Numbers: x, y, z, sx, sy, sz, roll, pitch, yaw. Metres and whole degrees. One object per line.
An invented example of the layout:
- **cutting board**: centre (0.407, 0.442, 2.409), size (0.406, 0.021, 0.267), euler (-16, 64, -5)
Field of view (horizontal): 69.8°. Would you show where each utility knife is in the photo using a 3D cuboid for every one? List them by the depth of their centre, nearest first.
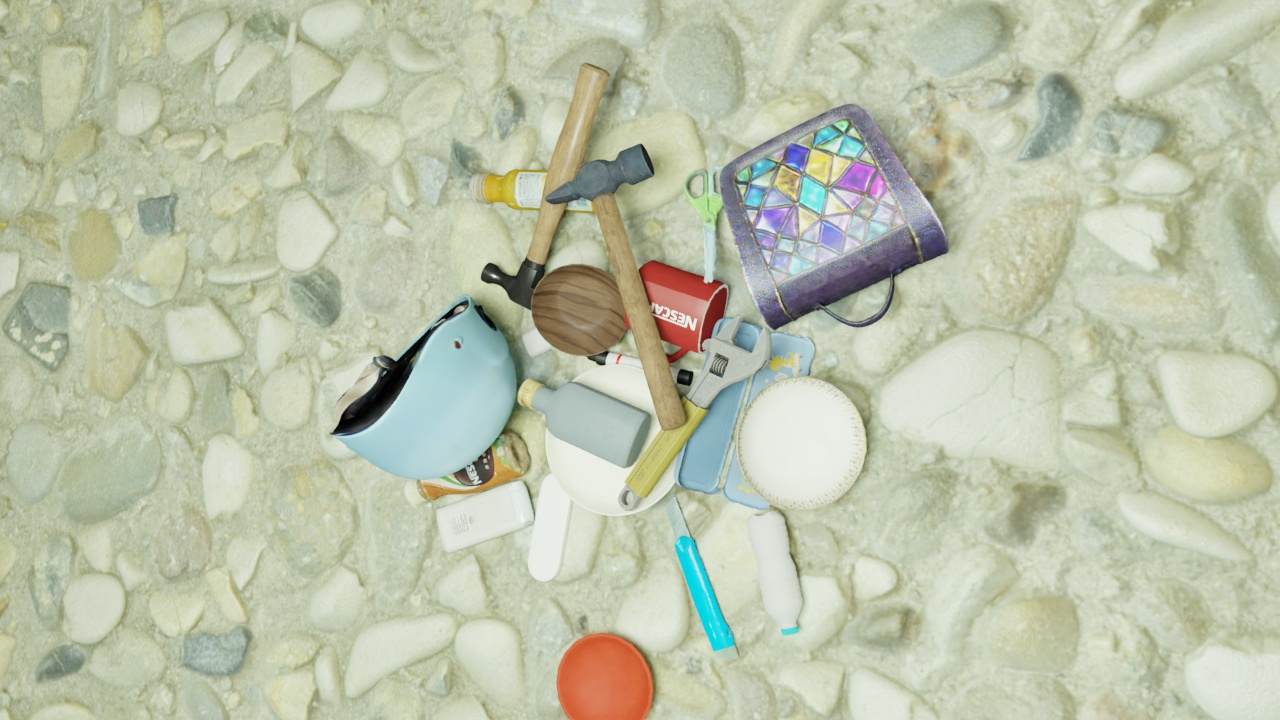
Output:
- **utility knife**: centre (0.069, 0.256, 1.079), size (0.031, 0.015, 0.198), euler (-22, 81, 13)

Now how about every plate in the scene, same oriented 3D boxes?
- **plate**: centre (-0.027, 0.097, 1.118), size (0.182, 0.034, 0.182), euler (-2, 84, 19)

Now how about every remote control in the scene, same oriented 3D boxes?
- **remote control**: centre (-0.112, 0.208, 1.149), size (0.043, 0.013, 0.136), euler (9, 88, 20)
- **remote control**: centre (-0.091, -0.046, 1.166), size (0.131, 0.012, 0.033), euler (-26, 77, 16)
- **remote control**: centre (-0.200, 0.200, 1.171), size (0.139, 0.025, 0.060), euler (-22, 75, 21)

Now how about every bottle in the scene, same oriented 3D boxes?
- **bottle**: centre (0.154, 0.239, 1.035), size (0.044, 0.044, 0.136), euler (-15, 80, 17)
- **bottle**: centre (-0.072, 0.066, 1.093), size (0.161, 0.046, 0.072), euler (22, 93, 20)
- **bottle**: centre (-0.225, 0.144, 1.171), size (0.167, 0.059, 0.059), euler (-22, 78, 17)
- **bottle**: centre (-0.129, -0.218, 1.175), size (0.186, 0.053, 0.053), euler (6, 87, 20)

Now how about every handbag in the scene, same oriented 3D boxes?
- **handbag**: centre (0.210, -0.141, 1.009), size (0.205, 0.125, 0.222), euler (-25, 75, 15)

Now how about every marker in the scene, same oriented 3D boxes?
- **marker**: centre (-0.006, 0.007, 1.128), size (0.146, 0.019, 0.019), euler (13, 89, 20)

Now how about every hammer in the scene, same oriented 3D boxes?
- **hammer**: centre (-0.010, -0.076, 1.036), size (0.129, 0.040, 0.321), euler (-20, 80, 15)
- **hammer**: centre (-0.097, -0.204, 1.116), size (0.132, 0.040, 0.306), euler (27, 115, 14)

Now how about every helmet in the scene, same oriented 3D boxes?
- **helmet**: centre (-0.247, 0.040, 1.110), size (0.226, 0.265, 0.167), euler (-39, 112, 14)

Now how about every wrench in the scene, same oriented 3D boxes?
- **wrench**: centre (0.055, 0.066, 1.042), size (0.083, 0.018, 0.274), euler (45, 108, 38)

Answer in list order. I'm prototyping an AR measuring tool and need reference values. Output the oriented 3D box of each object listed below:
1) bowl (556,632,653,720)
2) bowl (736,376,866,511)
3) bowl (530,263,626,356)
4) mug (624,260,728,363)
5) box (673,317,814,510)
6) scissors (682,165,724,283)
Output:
- **bowl**: centre (-0.038, 0.385, 1.094), size (0.122, 0.035, 0.122), euler (-2, 84, 19)
- **bowl**: centre (0.172, 0.090, 1.022), size (0.145, 0.063, 0.145), euler (0, 90, -3)
- **bowl**: centre (-0.071, -0.066, 1.111), size (0.119, 0.032, 0.119), euler (2, 116, 5)
- **mug**: centre (0.041, -0.049, 1.090), size (0.097, 0.080, 0.117), euler (20, 120, 20)
- **box**: centre (0.120, 0.062, 1.071), size (0.126, 0.039, 0.209), euler (16, 90, -2)
- **scissors**: centre (0.081, -0.161, 1.085), size (0.065, 0.033, 0.173), euler (-4, 56, 10)
